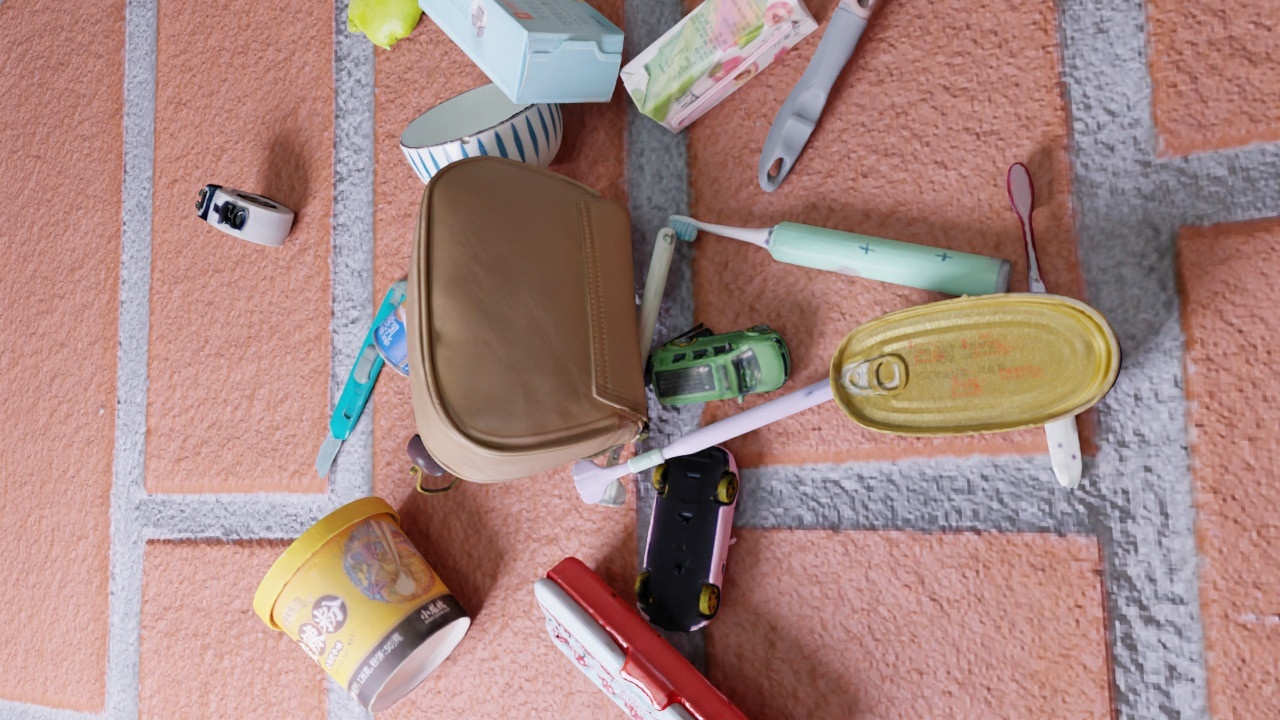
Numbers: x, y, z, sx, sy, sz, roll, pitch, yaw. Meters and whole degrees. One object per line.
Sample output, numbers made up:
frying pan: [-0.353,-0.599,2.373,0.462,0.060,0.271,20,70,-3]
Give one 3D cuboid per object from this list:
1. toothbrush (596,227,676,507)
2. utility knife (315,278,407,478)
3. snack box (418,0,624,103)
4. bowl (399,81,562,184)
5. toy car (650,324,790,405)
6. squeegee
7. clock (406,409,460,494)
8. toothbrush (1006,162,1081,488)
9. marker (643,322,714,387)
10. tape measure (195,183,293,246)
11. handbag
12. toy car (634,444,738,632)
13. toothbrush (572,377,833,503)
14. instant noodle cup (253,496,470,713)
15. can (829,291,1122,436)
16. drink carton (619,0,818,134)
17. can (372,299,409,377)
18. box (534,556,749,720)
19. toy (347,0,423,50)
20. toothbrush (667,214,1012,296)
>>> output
toothbrush: [-0.004,0.004,0.613,0.029,0.020,0.189,13,91,-5]
utility knife: [-0.227,0.014,0.750,0.029,0.013,0.187,30,99,26]
snack box: [-0.088,-0.238,0.639,0.175,0.074,0.052,50,137,37]
bowl: [-0.107,-0.152,0.662,0.117,0.116,0.066,-2,127,27]
toy car: [0.050,0.006,0.588,0.091,0.036,0.043,-11,105,15]
squeegee: [0.132,-0.214,0.550,0.247,0.040,0.250,20,120,-14]
clock: [-0.122,0.045,0.656,0.055,0.082,0.122,30,98,30]
toothbrush: [0.229,-0.021,0.522,0.016,0.017,0.187,-10,84,23]
marker: [-0.007,0.012,0.634,0.132,0.020,0.022,-27,101,22]
tape measure: [-0.334,-0.123,0.787,0.066,0.065,0.033,28,102,28]
handbag: [-0.074,-0.025,0.584,0.100,0.147,0.204,126,142,-61]
toy car: [0.032,0.113,0.594,0.056,0.037,0.122,6,80,29]
toothbrush: [0.047,0.047,0.582,0.189,0.021,0.029,-22,91,8]
instant noodle cup: [-0.196,0.181,0.668,0.114,0.118,0.119,42,104,15]
can: [0.183,0.003,0.507,0.148,0.049,0.074,-9,84,30]
drink carton: [0.052,-0.204,0.605,0.123,0.053,0.045,-33,72,21]
can: [-0.137,-0.047,0.687,0.135,0.053,0.053,-40,69,18]
box: [0.008,0.212,0.581,0.201,0.087,0.046,38,61,24]
toy: [-0.201,-0.307,0.755,0.097,0.031,0.100,0,85,25]
toothbrush: [0.115,-0.070,0.575,0.225,0.026,0.027,15,81,27]
